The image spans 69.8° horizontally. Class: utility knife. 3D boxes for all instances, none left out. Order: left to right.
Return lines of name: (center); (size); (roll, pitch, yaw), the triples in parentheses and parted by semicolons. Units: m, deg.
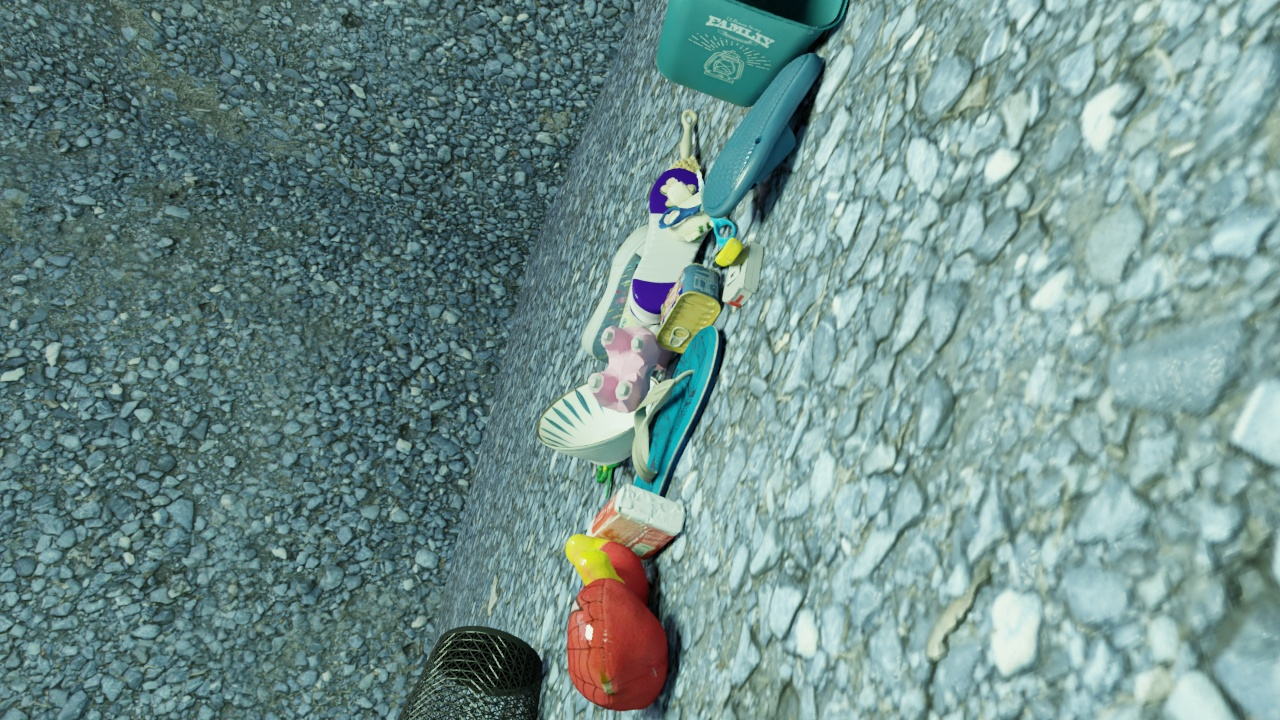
utility knife: (0.097, -0.122, 1.072); (0.029, 0.020, 0.174); (-54, 1, 1)

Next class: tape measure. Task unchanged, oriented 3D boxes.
tape measure: (0.112, -0.093, 1.016); (0.062, 0.020, 0.060); (132, 153, -60)

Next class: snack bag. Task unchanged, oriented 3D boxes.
snack bag: (-0.007, 0.182, 1.007); (0.116, 0.077, 0.036); (126, 164, -53)

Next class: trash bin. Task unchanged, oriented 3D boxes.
trash bin: (-0.240, 0.516, 1.263); (0.242, 0.217, 0.218); (-77, 13, -50)
trash bin: (0.124, -0.434, 1.092); (0.219, 0.196, 0.199); (130, 158, -73)

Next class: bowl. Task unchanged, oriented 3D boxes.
bowl: (-0.046, 0.092, 1.237); (0.177, 0.177, 0.071); (-101, -9, -64)

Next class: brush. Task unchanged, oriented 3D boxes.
brush: (0.071, -0.329, 1.446); (0.078, 0.062, 0.271); (-41, 25, 35)

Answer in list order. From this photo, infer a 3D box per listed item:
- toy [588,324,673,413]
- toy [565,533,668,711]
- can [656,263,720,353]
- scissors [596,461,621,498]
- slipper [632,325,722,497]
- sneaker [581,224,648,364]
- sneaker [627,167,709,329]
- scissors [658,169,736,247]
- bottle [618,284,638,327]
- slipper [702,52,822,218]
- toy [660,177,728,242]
toy: (-0.007, 0.007, 1.167); (0.157, 0.067, 0.123); (23, -99, -71)
toy: (-0.029, 0.264, 0.923); (0.216, 0.099, 0.147); (-117, 12, -74)
can: (0.059, -0.063, 1.120); (0.058, 0.054, 0.100); (-84, 18, -45)
scissors: (-0.041, 0.144, 1.344); (0.126, 0.011, 0.127); (150, 136, -72)
slipper: (0.017, 0.088, 1.084); (0.118, 0.060, 0.295); (-112, 42, -75)
sneaker: (-0.011, -0.096, 1.444); (0.079, 0.087, 0.236); (41, 113, 38)
sneaker: (0.038, -0.146, 1.271); (0.111, 0.092, 0.243); (105, -179, -62)
scissors: (0.080, -0.190, 1.159); (0.133, 0.014, 0.127); (-22, 62, 23)
bottle: (-0.003, -0.048, 1.306); (0.057, 0.056, 0.161); (122, 168, -45)
slipper: (0.143, -0.247, 1.022); (0.213, 0.059, 0.104); (-58, 18, -2)
toy: (0.071, -0.193, 1.202); (0.087, 0.050, 0.112); (-39, 48, 2)
